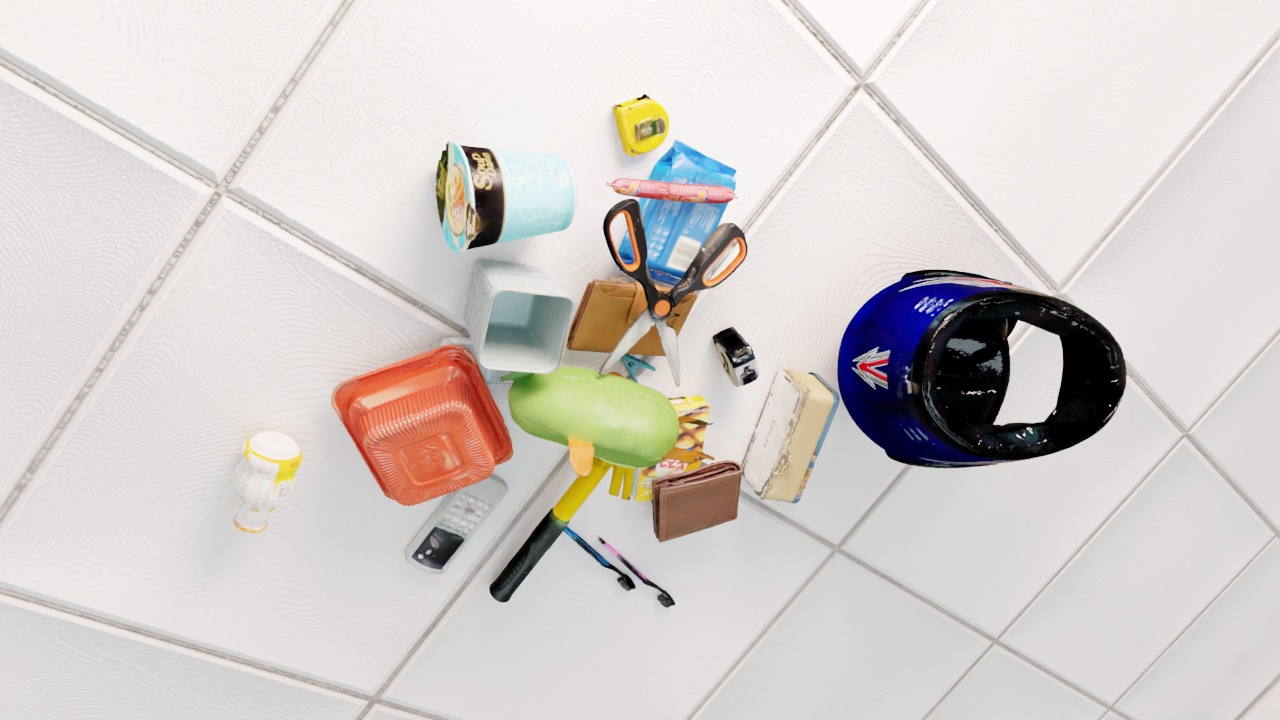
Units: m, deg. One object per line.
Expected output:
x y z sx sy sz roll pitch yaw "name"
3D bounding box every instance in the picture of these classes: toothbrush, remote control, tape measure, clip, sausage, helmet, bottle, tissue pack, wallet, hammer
-0.006 0.298 1.283 0.018 0.014 0.189 -34 125 11 "toothbrush"
-0.227 0.199 1.129 0.058 0.021 0.150 33 100 -33 "remote control"
0.003 -0.252 0.983 0.057 0.029 0.060 -23 123 -12 "tape measure"
0.121 -0.001 1.145 0.033 0.065 0.066 -25 121 -5 "tape measure"
-0.063 0.263 1.240 0.016 0.014 0.189 -28 126 21 "toothbrush"
-0.007 0.007 1.126 0.034 0.013 0.054 -44 126 2 "clip"
0.035 -0.180 0.977 0.155 0.020 0.020 0 116 -23 "sausage"
-0.164 0.001 1.050 0.135 0.020 0.056 0 117 -24 "remote control"
0.403 0.012 1.163 0.315 0.240 0.247 3 93 -15 "helmet"
-0.408 0.133 0.990 0.063 0.063 0.108 14 109 -29 "bottle"
0.040 -0.162 1.033 0.095 0.052 0.157 14 110 -31 "tissue pack"
-0.010 -0.049 1.071 0.131 0.031 0.108 4 133 -26 "wallet"
-0.100 0.194 1.143 0.032 0.128 0.301 22 116 -34 "hammer"
0.075 0.186 1.211 0.124 0.032 0.101 -13 129 -16 "wallet"

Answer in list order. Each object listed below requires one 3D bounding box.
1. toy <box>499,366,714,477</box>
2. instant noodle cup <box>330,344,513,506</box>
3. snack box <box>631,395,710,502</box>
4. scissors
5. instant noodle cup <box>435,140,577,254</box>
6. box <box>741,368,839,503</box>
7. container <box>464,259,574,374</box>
-0.037 0.065 1.027 0.247 0.226 0.090 17 113 2 "toy"
-0.236 0.084 1.020 0.164 0.079 0.189 -21 127 -4 "instant noodle cup"
0.036 0.115 1.191 0.086 0.033 0.141 -4 120 -22 "snack box"
0.027 -0.080 1.012 0.220 0.022 0.234 -32 118 -11 "scissors"
-0.133 -0.166 0.930 0.120 0.111 0.111 -8 119 -28 "instant noodle cup"
0.198 0.095 1.216 0.061 0.089 0.184 12 112 -21 "box"
-0.134 -0.051 0.981 0.089 0.111 0.090 5 114 -25 "container"
